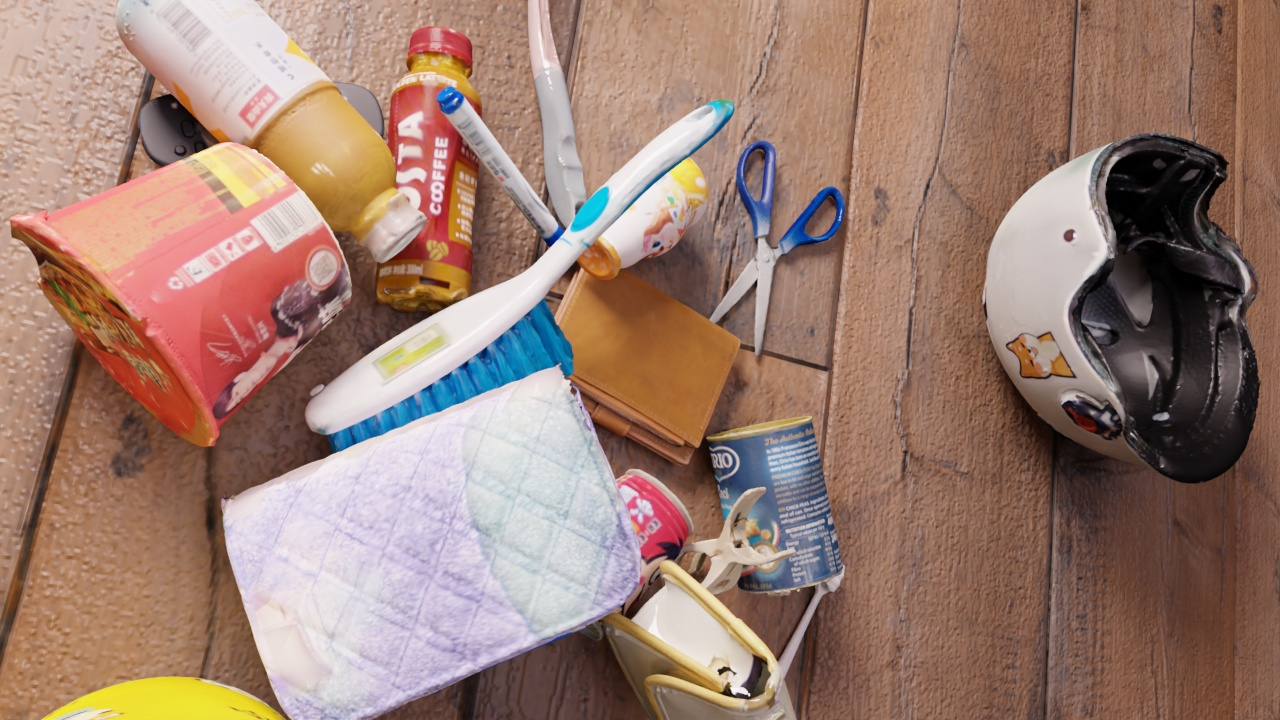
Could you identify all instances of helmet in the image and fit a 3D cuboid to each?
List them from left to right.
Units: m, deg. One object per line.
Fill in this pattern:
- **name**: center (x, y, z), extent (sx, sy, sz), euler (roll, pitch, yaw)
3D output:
- **helmet**: center (0.377, -0.039, 0.753), extent (0.229, 0.157, 0.274), euler (-35, 109, -27)

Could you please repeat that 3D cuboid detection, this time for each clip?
- **clip**: center (0.057, 0.128, 0.604), extent (0.034, 0.100, 0.071), euler (3, 52, -43)

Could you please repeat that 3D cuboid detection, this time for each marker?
- **marker**: center (-0.081, -0.113, 0.581), extent (0.016, 0.017, 0.146), euler (-59, 137, -21)

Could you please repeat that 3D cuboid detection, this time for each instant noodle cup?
- **instant noodle cup**: center (-0.227, -0.040, 0.479), extent (0.138, 0.138, 0.108), euler (52, 57, -10)

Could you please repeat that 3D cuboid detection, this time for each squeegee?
- **squeegee**: center (-0.061, -0.205, 0.631), extent (0.247, 0.040, 0.249), euler (-6, 91, -44)

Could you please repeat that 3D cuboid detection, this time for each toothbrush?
- **toothbrush**: center (0.103, 0.223, 0.660), extent (0.016, 0.016, 0.179), euler (39, 69, -14)

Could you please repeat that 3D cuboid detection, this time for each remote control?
- **remote control**: center (-0.224, -0.139, 0.550), extent (0.136, 0.024, 0.053), euler (-12, 85, -24)

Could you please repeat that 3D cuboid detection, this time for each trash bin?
- **trash bin**: center (-0.208, 0.244, 0.373), extent (0.229, 0.256, 0.229), euler (4, 81, -25)

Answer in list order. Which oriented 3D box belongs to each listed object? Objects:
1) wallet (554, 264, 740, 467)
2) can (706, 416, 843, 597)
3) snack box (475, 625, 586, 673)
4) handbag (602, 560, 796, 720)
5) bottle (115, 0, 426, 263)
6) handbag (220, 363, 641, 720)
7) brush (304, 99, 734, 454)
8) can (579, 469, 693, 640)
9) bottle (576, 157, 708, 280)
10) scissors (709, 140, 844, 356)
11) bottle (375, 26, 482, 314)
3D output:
- **wallet**: center (-0.004, 0.004, 0.630), extent (0.130, 0.035, 0.118), euler (31, 71, -17)
- **can**: center (0.094, 0.100, 0.640), extent (0.075, 0.075, 0.111), euler (-11, 88, -27)
- **snack box**: center (-0.117, 0.141, 0.523), extent (0.157, 0.026, 0.084), euler (-21, 79, -6)
- **handbag**: center (0.063, 0.219, 0.532), extent (0.063, 0.179, 0.163), euler (-39, 133, -21)
- **bottle**: center (-0.198, -0.134, 0.507), extent (0.189, 0.068, 0.067), euler (46, 66, -6)
- **handbag**: center (-0.104, 0.097, 0.480), extent (0.193, 0.076, 0.134), euler (-21, 81, -8)
- **brush**: center (-0.058, -0.036, 0.546), extent (0.314, 0.060, 0.109), euler (-33, 129, -14)
- **can**: center (-0.018, 0.122, 0.588), extent (0.093, 0.067, 0.066), euler (-43, 102, -24)
- **bottle**: center (-0.001, -0.098, 0.621), extent (0.063, 0.063, 0.108), euler (50, 53, -11)
- **scissors**: center (0.104, -0.090, 0.708), extent (0.164, 0.012, 0.162), euler (-13, 90, -26)
- **bottle**: center (-0.130, -0.119, 0.574), extent (0.057, 0.058, 0.174), euler (6, 80, -25)
